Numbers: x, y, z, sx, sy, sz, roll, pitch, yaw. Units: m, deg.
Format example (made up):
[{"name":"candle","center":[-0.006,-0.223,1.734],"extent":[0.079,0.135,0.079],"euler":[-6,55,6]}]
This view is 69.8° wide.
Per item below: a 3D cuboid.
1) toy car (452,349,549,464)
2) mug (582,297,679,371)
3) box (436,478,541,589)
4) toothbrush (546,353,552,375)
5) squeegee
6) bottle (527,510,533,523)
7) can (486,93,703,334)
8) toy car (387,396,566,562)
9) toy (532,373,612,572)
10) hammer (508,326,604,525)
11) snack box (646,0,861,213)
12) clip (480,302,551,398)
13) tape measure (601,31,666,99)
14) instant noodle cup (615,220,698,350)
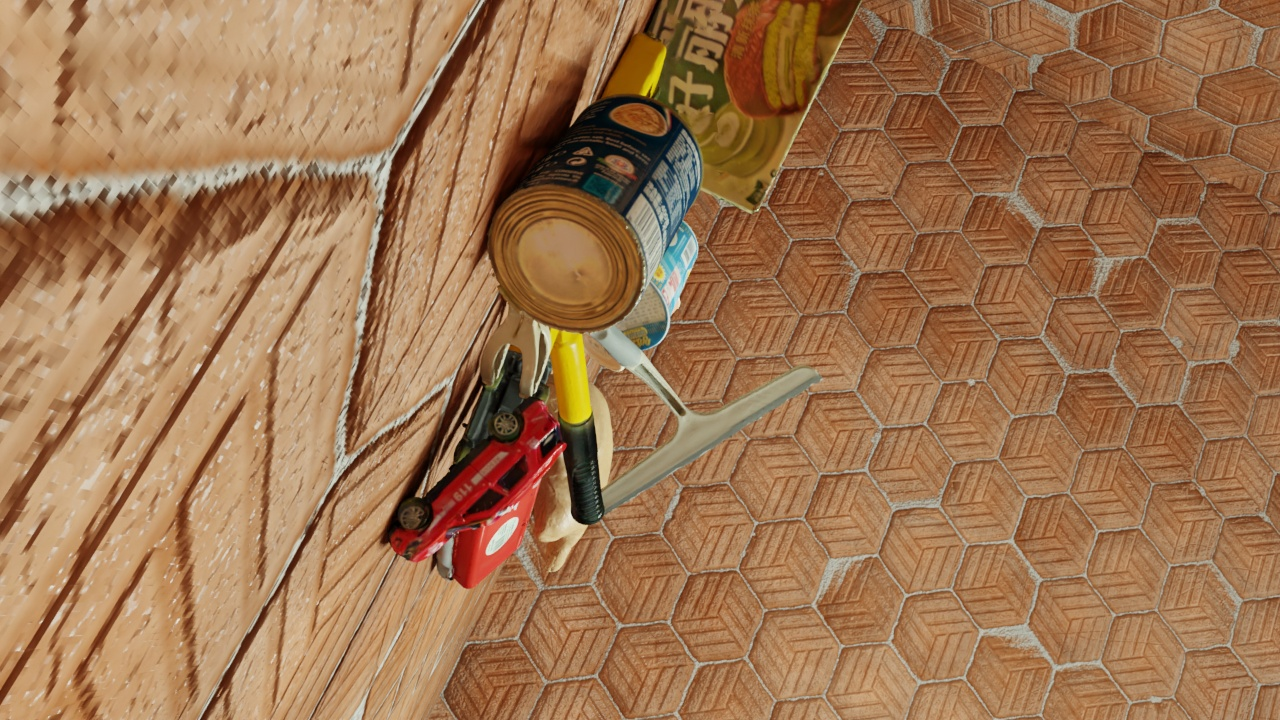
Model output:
[{"name":"toy car","center":[-0.091,0.039,0.592],"extent":[0.035,0.042,0.090],"euler":[0,-112,68]},{"name":"mug","center":[-0.028,-0.054,1.068],"extent":[0.105,0.082,0.115],"euler":[-50,-145,-19]},{"name":"box","center":[-0.142,0.129,0.778],"extent":[0.090,0.068,0.202],"euler":[-41,167,-29]},{"name":"toothbrush","center":[-0.039,-0.078,0.884],"extent":[0.224,0.027,0.026],"euler":[-56,164,-16]},{"name":"squeegee","center":[-0.005,0.005,0.794],"extent":[0.247,0.246,0.039],"euler":[-34,-140,13]},{"name":"bottle","center":[-0.128,0.128,0.977],"extent":[0.174,0.057,0.058],"euler":[-65,-179,-69]},{"name":"can","center":[-0.019,-0.072,0.439],"extent":[0.075,0.075,0.110],"euler":[-64,180,40]},{"name":"toy car","center":[-0.093,0.073,0.535],"extent":[0.120,0.045,0.053],"euler":[-42,172,-10]},{"name":"toy","center":[-0.073,0.115,0.906],"extent":[0.143,0.082,0.226],"euler":[-49,144,-40]},{"name":"hammer","center":[-0.053,0.043,0.735],"extent":[0.128,0.033,0.301],"euler":[-56,157,-34]},{"name":"snack box","center":[0.076,-0.225,0.584],"extent":[0.240,0.114,0.063],"euler":[-64,179,15]},{"name":"clip","center":[-0.068,-0.021,0.535],"extent":[0.063,0.034,0.098],"euler":[-64,175,-57]},{"name":"tape measure","center":[-0.005,-0.155,0.547],"extent":[0.060,0.029,0.057],"euler":[-64,-179,-14]},{"name":"instant noodle cup","center":[0.002,-0.080,0.830],"extent":[0.109,0.099,0.099],"euler":[-56,174,-42]}]
